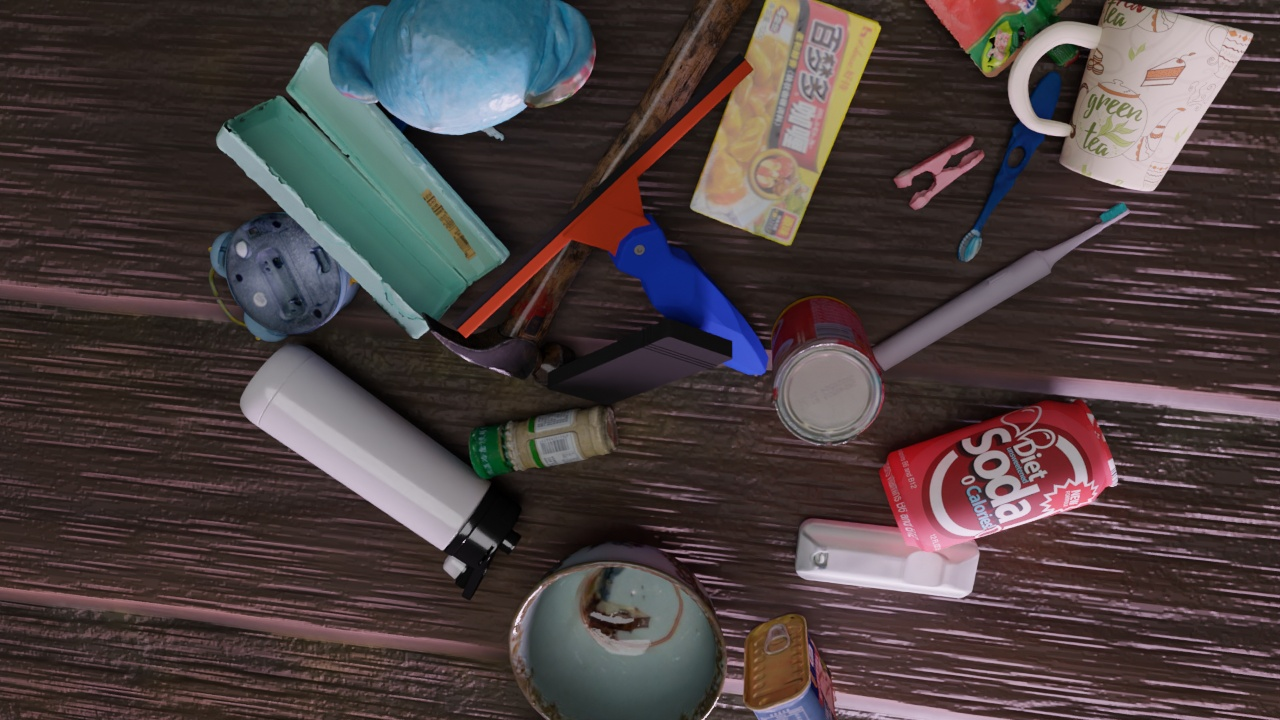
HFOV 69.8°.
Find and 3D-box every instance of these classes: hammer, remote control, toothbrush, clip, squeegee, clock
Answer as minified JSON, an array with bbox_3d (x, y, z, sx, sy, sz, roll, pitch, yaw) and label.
[{"bbox_3d":[-0.019,-0.130,0.610,0.120,0.033,0.331,21,109,-41],"label":"hammer"},{"bbox_3d":[-0.004,0.004,0.621,0.058,0.013,0.134,18,154,-37],"label":"remote control"},{"bbox_3d":[0.244,-0.050,0.627,0.188,0.018,0.019,-33,102,16],"label":"toothbrush"},{"bbox_3d":[0.195,-0.129,0.609,0.043,0.023,0.060,32,115,-5],"label":"clip"},{"bbox_3d":[0.029,-0.046,0.617,0.250,0.055,0.185,-41,124,11],"label":"squeegee"},{"bbox_3d":[0.186,0.151,0.697,0.133,0.022,0.050,5,108,6],"label":"remote control"},{"bbox_3d":[-0.264,-0.063,0.677,0.125,0.051,0.089,-19,105,14],"label":"clock"},{"bbox_3d":[0.243,-0.125,0.604,0.021,0.016,0.132,21,110,-1],"label":"toothbrush"}]

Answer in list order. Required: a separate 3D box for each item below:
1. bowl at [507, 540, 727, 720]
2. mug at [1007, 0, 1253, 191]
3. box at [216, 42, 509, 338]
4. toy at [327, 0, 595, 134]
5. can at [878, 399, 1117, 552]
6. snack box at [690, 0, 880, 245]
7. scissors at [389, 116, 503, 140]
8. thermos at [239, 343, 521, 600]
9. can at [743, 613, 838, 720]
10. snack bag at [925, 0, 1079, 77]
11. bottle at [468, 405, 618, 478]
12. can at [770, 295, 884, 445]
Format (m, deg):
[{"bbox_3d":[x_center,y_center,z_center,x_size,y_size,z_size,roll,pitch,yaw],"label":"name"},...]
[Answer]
[{"bbox_3d":[-0.012,0.201,0.703,0.160,0.093,0.160,2,108,7],"label":"bowl"},{"bbox_3d":[0.283,-0.163,0.555,0.122,0.081,0.097,12,116,-5],"label":"mug"},{"bbox_3d":[-0.176,-0.118,0.622,0.092,0.077,0.188,-34,105,31],"label":"box"},{"bbox_3d":[-0.100,-0.217,0.577,0.184,0.115,0.180,7,67,22],"label":"toy"},{"bbox_3d":[0.245,0.080,0.639,0.143,0.074,0.074,-21,103,14],"label":"can"},{"bbox_3d":[0.093,-0.160,0.609,0.075,0.025,0.152,21,109,1],"label":"snack box"},{"bbox_3d":[-0.156,-0.176,0.647,0.130,0.014,0.117,23,113,-7],"label":"scissors"},{"bbox_3d":[-0.200,0.089,0.713,0.230,0.068,0.101,36,122,-5],"label":"thermos"},{"bbox_3d":[0.115,0.248,0.699,0.054,0.099,0.059,-26,105,16],"label":"can"},{"bbox_3d":[0.216,-0.240,0.565,0.155,0.044,0.087,43,100,-13],"label":"snack bag"},{"bbox_3d":[-0.073,0.060,0.695,0.110,0.042,0.043,-12,105,10],"label":"bottle"},{"bbox_3d":[0.120,0.003,0.605,0.067,0.124,0.067,2,107,7],"label":"can"}]
